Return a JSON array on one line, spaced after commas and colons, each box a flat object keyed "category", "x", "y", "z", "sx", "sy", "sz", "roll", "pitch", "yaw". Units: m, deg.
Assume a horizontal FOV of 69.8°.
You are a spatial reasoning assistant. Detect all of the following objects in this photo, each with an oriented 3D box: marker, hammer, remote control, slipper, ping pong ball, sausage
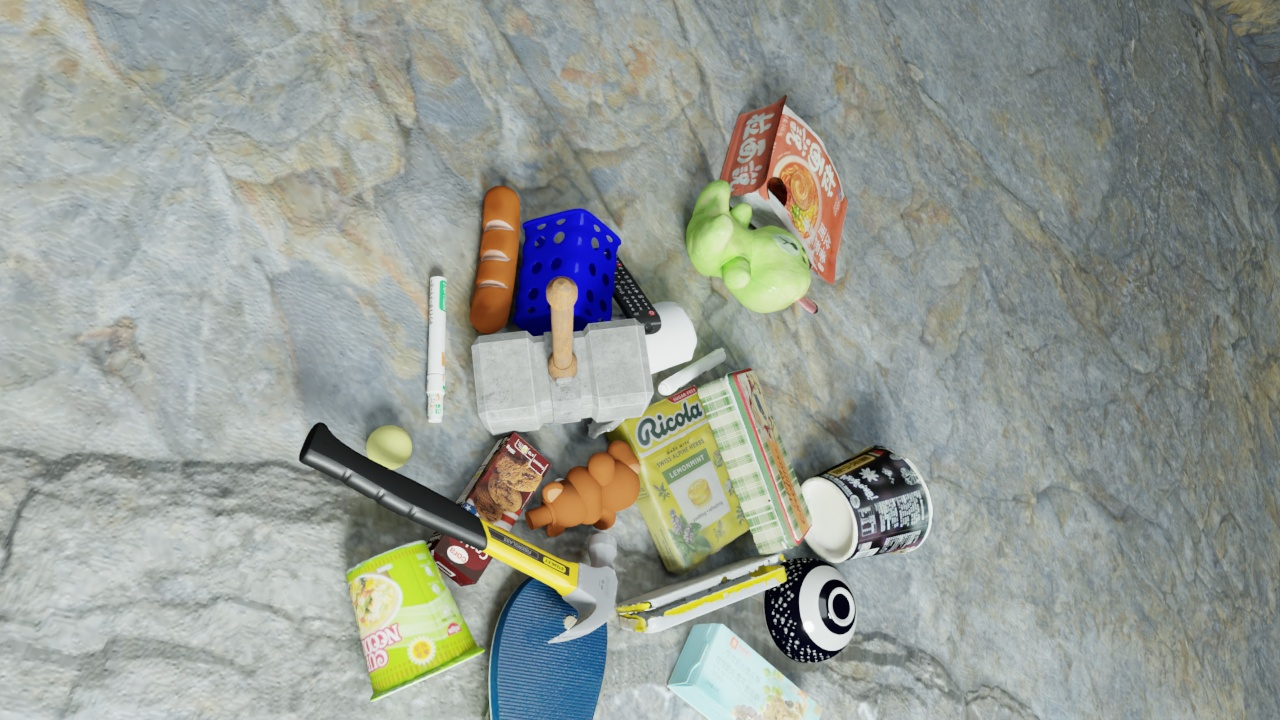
[{"category": "marker", "x": 0.061, "y": 0.012, "z": 1.060, "sx": 0.017, "sy": 0.020, "sz": 0.133, "roll": 38, "pitch": 35, "yaw": 18}, {"category": "hammer", "x": -0.147, "y": 0.148, "z": 0.800, "sx": 0.323, "sy": 0.029, "sz": 0.126, "roll": 34, "pitch": 35, "yaw": -27}, {"category": "remote control", "x": -0.021, "y": -0.079, "z": 0.995, "sx": 0.033, "sy": 0.015, "sz": 0.146, "roll": -7, "pitch": 43, "yaw": -28}, {"category": "marker", "x": -0.198, "y": -0.012, "z": 0.891, "sx": 0.017, "sy": 0.017, "sz": 0.145, "roll": 10, "pitch": 69, "yaw": -35}, {"category": "slipper", "x": -0.091, "y": 0.332, "z": 0.825, "sx": 0.118, "sy": 0.060, "sz": 0.294, "roll": 17, "pitch": 55, "yaw": -29}, {"category": "hammer", "x": -0.066, "y": -0.012, "z": 0.774, "sx": 0.162, "sy": 0.318, "sz": 0.083, "roll": -7, "pitch": 77, "yaw": -6}, {"category": "ping pong ball", "x": -0.226, "y": 0.078, "z": 0.823, "sx": 0.040, "sy": 0.040, "sz": 0.040, "roll": 13, "pitch": 67, "yaw": -33}, {"category": "sausage", "x": -0.148, "y": -0.103, "z": 0.943, "sx": 0.044, "sy": 0.039, "sz": 0.164, "roll": 46, "pitch": 43, "yaw": -60}]

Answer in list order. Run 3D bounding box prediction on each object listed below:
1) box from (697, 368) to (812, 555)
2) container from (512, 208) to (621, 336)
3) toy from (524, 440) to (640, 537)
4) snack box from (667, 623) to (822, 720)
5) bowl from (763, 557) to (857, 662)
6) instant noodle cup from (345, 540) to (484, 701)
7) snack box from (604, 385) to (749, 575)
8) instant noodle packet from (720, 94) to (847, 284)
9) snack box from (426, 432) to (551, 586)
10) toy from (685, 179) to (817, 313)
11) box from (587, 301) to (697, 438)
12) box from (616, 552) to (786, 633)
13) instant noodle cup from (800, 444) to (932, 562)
[{"category": "box", "x": 0.135, "y": 0.111, "z": 1.051, "sx": 0.117, "sy": 0.051, "sz": 0.205, "roll": -8, "pitch": 78, "yaw": -68}, {"category": "container", "x": -0.076, "y": -0.083, "z": 0.954, "sx": 0.084, "sy": 0.085, "sz": 0.113, "roll": 33, "pitch": 56, "yaw": -52}, {"category": "toy", "x": -0.058, "y": 0.134, "z": 0.923, "sx": 0.127, "sy": 0.065, "sz": 0.095, "roll": -19, "pitch": 128, "yaw": -25}, {"category": "snack box", "x": 0.113, "y": 0.358, "z": 0.976, "sx": 0.174, "sy": 0.053, "sz": 0.074, "roll": 44, "pitch": 53, "yaw": -18}, {"category": "bowl", "x": 0.209, "y": 0.287, "z": 1.063, "sx": 0.120, "sy": 0.067, "sz": 0.120, "roll": 13, "pitch": 67, "yaw": -33}, {"category": "instant noodle cup", "x": -0.196, "y": 0.214, "z": 0.770, "sx": 0.098, "sy": 0.099, "sz": 0.108, "roll": -16, "pitch": 77, "yaw": -40}, {"category": "snack box", "x": 0.047, "y": 0.131, "z": 1.008, "sx": 0.121, "sy": 0.045, "sz": 0.181, "roll": -23, "pitch": 89, "yaw": -40}, {"category": "instant noodle packet", "x": 0.214, "y": -0.225, "z": 1.262, "sx": 0.221, "sy": 0.084, "sz": 0.164, "roll": 39, "pitch": 53, "yaw": -34}, {"category": "snack box", "x": -0.144, "y": 0.139, "z": 0.869, "sx": 0.051, "sy": 0.032, "sz": 0.140, "roll": 44, "pitch": 53, "yaw": -17}, {"category": "toy", "x": 0.134, "y": -0.126, "z": 1.135, "sx": 0.197, "sy": 0.107, "sz": 0.149, "roll": 41, "pitch": 31, "yaw": -30}, {"category": "box", "x": -0.006, "y": 0.008, "z": 0.991, "sx": 0.155, "sy": 0.085, "sz": 0.126, "roll": -17, "pitch": 91, "yaw": -38}, {"category": "box", "x": 0.069, "y": 0.242, "z": 0.974, "sx": 0.209, "sy": 0.065, "sz": 0.037, "roll": -9, "pitch": 85, "yaw": -39}, {"category": "instant noodle cup", "x": 0.261, "y": 0.178, "z": 1.104, "sx": 0.112, "sy": 0.138, "sz": 0.137, "roll": -11, "pitch": 81, "yaw": -31}]
